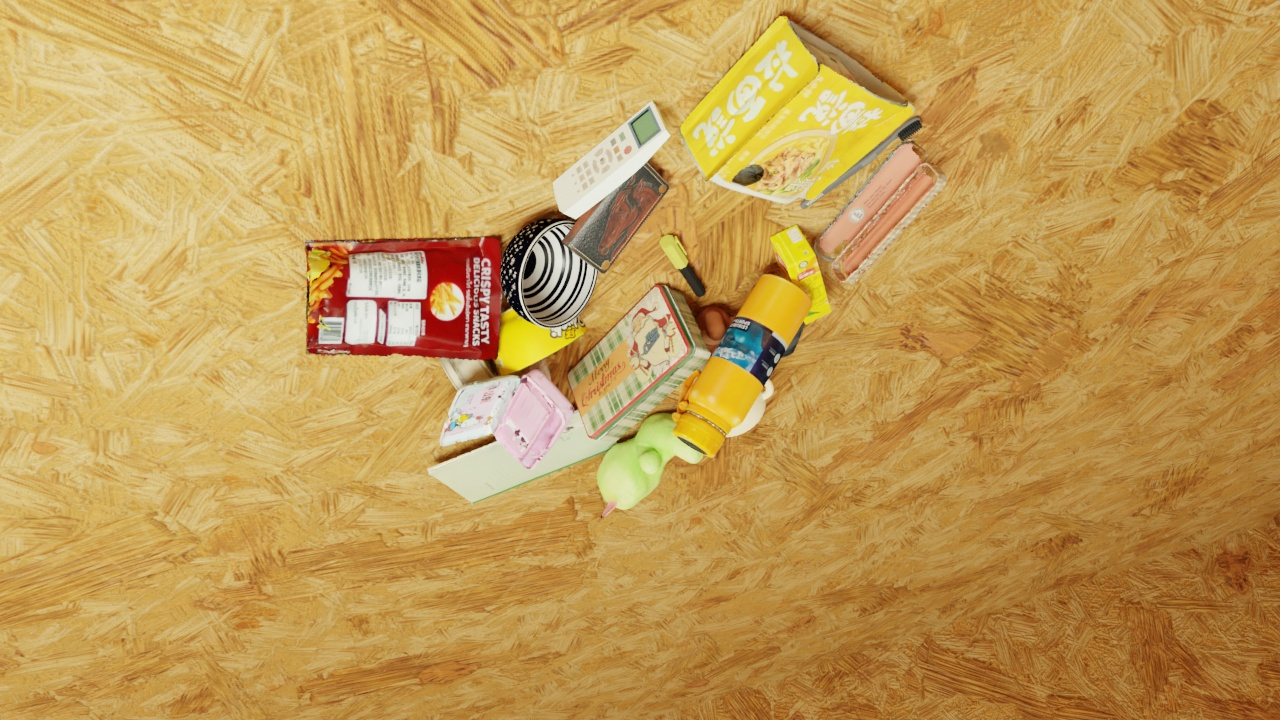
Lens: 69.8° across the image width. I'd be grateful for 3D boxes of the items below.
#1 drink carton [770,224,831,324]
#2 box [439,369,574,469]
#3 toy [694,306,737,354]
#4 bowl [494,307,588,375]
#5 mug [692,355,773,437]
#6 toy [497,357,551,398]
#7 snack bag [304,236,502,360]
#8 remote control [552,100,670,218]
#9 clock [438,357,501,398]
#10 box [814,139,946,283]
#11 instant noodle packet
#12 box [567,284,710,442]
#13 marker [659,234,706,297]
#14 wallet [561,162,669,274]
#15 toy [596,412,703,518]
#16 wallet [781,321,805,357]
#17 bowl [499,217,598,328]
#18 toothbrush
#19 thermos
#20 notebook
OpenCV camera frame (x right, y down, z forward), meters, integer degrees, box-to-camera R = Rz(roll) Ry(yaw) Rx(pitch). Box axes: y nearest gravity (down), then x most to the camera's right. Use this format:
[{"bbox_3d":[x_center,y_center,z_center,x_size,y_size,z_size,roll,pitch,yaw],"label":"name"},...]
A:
[{"bbox_3d":[0.209,-0.110,1.182,0.043,0.058,0.134,-26,145,5],"label":"drink carton"},{"bbox_3d":[-0.162,0.067,1.115,0.146,0.077,0.202,20,151,-10],"label":"box"},{"bbox_3d":[0.115,-0.025,1.238,0.095,0.065,0.127,-16,145,37],"label":"toy"},{"bbox_3d":[-0.129,-0.038,1.091,0.117,0.067,0.117,-28,-172,4],"label":"bowl"},{"bbox_3d":[0.125,0.040,1.306,0.120,0.096,0.100,-21,133,27],"label":"mug"},{"bbox_3d":[-0.147,0.046,1.225,0.085,0.074,0.106,-30,150,-9],"label":"toy"},{"bbox_3d":[-0.250,-0.065,0.983,0.207,0.067,0.139,-1,99,-19],"label":"snack bag"},{"bbox_3d":[-0.030,-0.202,0.947,0.144,0.049,0.024,-35,142,21],"label":"remote control"},{"bbox_3d":[-0.210,-0.012,1.085,0.054,0.093,0.141,-28,146,0],"label":"clock"},{"bbox_3d":[0.289,-0.179,1.118,0.041,0.082,0.187,-2,141,-41],"label":"box"},{"bbox_3d":[0.178,-0.244,0.978,0.221,0.084,0.163,8,139,-44],"label":"instant noodle packet"},{"bbox_3d":[-0.007,0.007,1.187,0.051,0.117,0.206,15,134,-42],"label":"box"},{"bbox_3d":[0.056,-0.115,1.135,0.021,0.017,0.124,-26,146,10],"label":"marker"},{"bbox_3d":[-0.026,-0.158,0.992,0.123,0.019,0.072,-52,144,4],"label":"wallet"},{"bbox_3d":[0.004,0.153,1.403,0.197,0.107,0.150,-32,-174,14],"label":"toy"},{"bbox_3d":[0.184,-0.039,1.295,0.089,0.026,0.115,-9,144,-12],"label":"wallet"},{"bbox_3d":[-0.111,-0.101,1.016,0.119,0.066,0.120,-26,125,-43],"label":"bowl"},{"bbox_3d":[0.258,-0.231,1.083,0.168,0.013,0.012,-35,143,24],"label":"toothbrush"},{"bbox_3d":[0.121,0.008,1.146,0.076,0.091,0.232,36,79,-21],"label":"thermos"},{"bbox_3d":[-0.167,0.145,1.368,0.252,0.010,0.182,-22,155,3],"label":"notebook"}]
